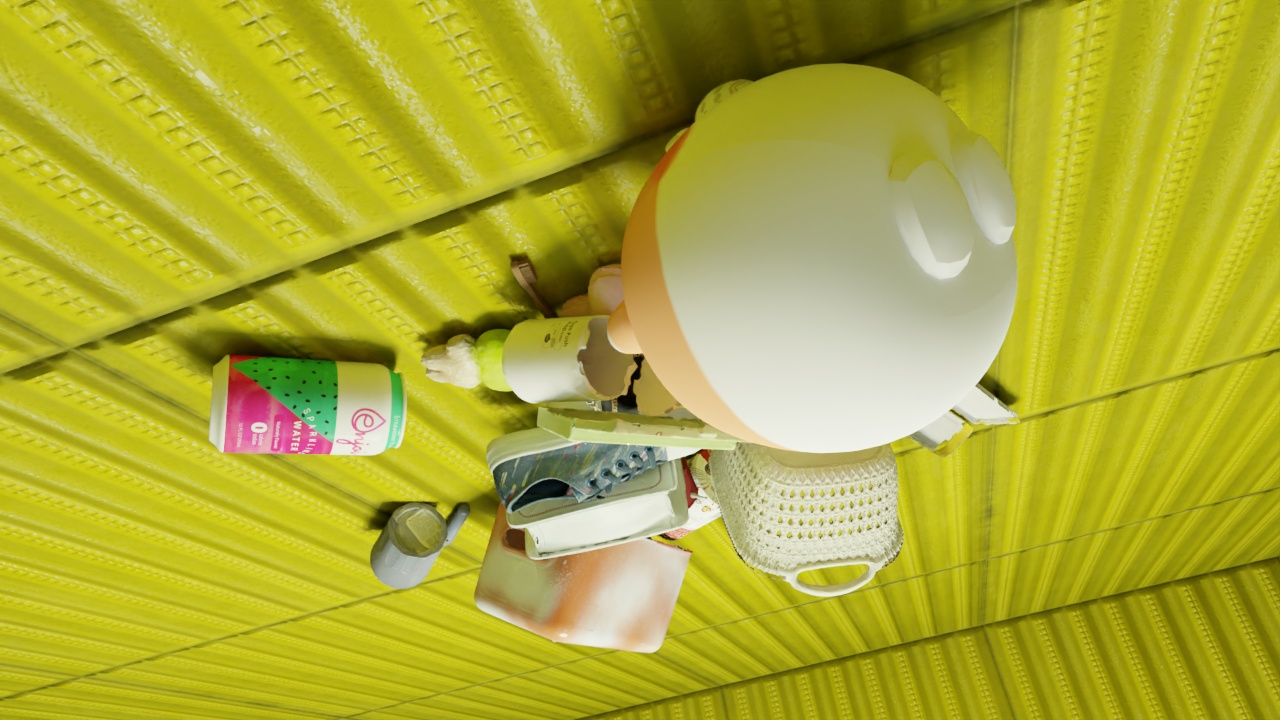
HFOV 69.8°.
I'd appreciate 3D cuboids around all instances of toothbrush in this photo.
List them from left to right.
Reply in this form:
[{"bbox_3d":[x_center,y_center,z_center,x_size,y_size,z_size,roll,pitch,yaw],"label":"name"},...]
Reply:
[{"bbox_3d":[-0.085,-0.045,0.847,0.016,0.016,0.167,-14,150,7],"label":"toothbrush"}]

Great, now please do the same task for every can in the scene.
[{"bbox_3d":[-0.308,0.043,0.853,0.165,0.088,0.088,4,148,-25],"label":"can"},{"bbox_3d":[0.068,0.180,1.224,0.086,0.086,0.117,14,143,-37],"label":"can"}]

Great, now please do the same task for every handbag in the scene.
[{"bbox_3d":[-0.050,0.138,1.056,0.199,0.141,0.096,-14,135,8],"label":"handbag"},{"bbox_3d":[0.005,0.015,0.893,0.128,0.054,0.079,-19,119,-9],"label":"handbag"}]

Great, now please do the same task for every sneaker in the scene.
[{"bbox_3d":[-0.042,0.105,0.954,0.235,0.079,0.087,-9,151,-2],"label":"sneaker"}]

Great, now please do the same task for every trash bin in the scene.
[{"bbox_3d":[-0.077,0.289,1.229,0.182,0.157,0.259,10,167,37],"label":"trash bin"}]

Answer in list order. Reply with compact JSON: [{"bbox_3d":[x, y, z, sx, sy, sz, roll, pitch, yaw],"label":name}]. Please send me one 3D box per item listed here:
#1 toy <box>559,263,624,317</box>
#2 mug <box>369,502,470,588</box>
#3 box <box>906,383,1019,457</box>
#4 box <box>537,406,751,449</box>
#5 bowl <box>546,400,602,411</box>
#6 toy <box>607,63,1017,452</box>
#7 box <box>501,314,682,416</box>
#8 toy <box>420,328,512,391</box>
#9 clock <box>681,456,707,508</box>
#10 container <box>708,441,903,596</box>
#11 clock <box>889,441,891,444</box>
[{"bbox_3d":[-0.019,-0.046,0.837,0.105,0.053,0.108,-18,146,37],"label":"toy"},{"bbox_3d":[-0.292,0.239,1.230,0.123,0.084,0.104,-20,159,-37],"label":"mug"},{"bbox_3d":[0.401,0.069,1.190,0.128,0.045,0.209,-29,145,28],"label":"box"},{"bbox_3d":[0.019,0.062,0.817,0.187,0.030,0.139,7,179,-35],"label":"box"},{"bbox_3d":[-0.044,0.054,0.999,0.114,0.050,0.115,-8,151,-5],"label":"bowl"},{"bbox_3d":[0.110,-0.068,0.640,0.262,0.266,0.282,-28,-172,-41],"label":"toy"},{"bbox_3d":[-0.036,0.000,0.797,0.166,0.084,0.094,-3,144,40],"label":"box"},{"bbox_3d":[-0.150,0.001,0.880,0.117,0.043,0.092,-4,153,-6],"label":"toy"},{"bbox_3d":[0.018,0.156,1.144,0.096,0.138,0.048,-30,111,-17],"label":"clock"},{"bbox_3d":[0.173,0.111,0.983,0.184,0.251,0.143,-7,122,-4],"label":"container"},{"bbox_3d":[0.259,0.112,1.204,0.141,0.054,0.093,-37,142,26],"label":"clock"}]
